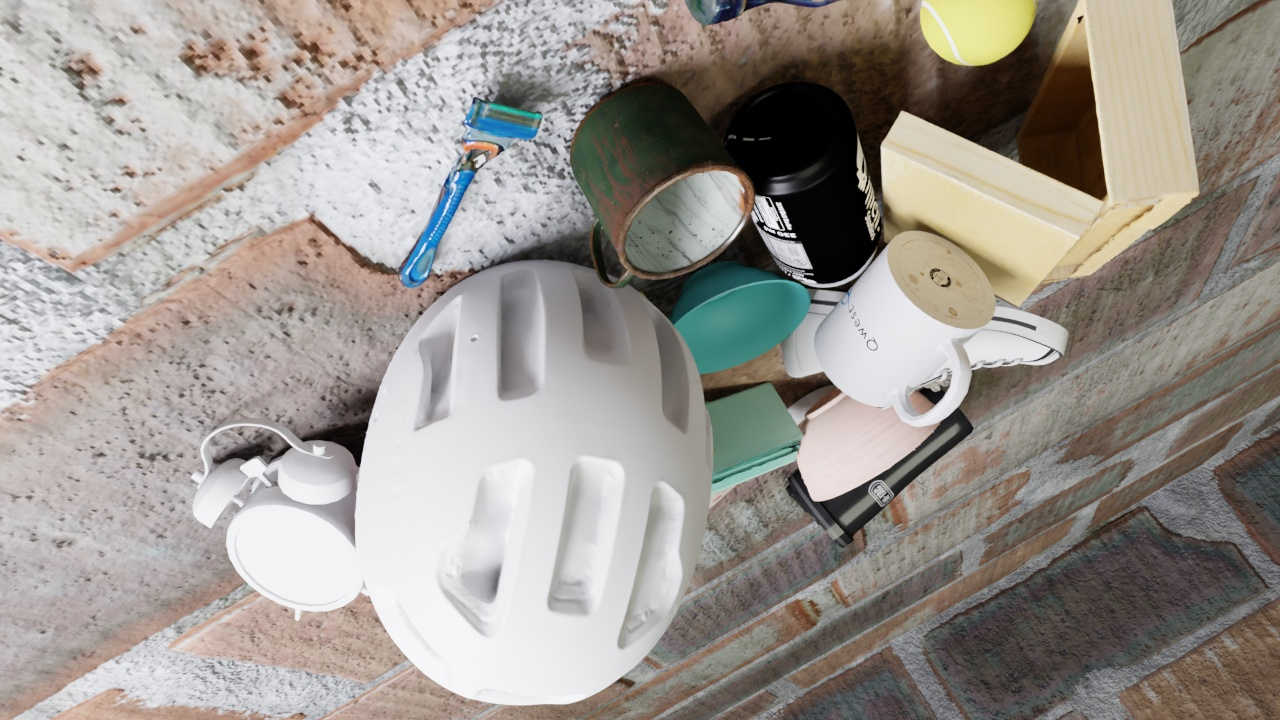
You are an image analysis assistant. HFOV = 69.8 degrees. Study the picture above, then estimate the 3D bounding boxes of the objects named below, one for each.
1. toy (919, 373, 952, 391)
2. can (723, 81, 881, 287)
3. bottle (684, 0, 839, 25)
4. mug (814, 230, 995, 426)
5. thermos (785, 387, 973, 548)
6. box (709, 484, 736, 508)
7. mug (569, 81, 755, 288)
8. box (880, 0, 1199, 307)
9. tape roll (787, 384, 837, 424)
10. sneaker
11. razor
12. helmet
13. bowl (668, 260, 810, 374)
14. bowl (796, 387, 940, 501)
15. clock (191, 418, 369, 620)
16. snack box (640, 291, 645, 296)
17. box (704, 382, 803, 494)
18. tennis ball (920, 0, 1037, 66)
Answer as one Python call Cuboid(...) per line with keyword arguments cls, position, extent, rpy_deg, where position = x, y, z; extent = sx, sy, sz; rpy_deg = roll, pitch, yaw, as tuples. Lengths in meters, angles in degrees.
Cuboid(cls="toy", position=(0.238, -0.029, 0.841), extent=(0.175, 0.076, 0.133), rpy_deg=(-8, 108, -19))
Cuboid(cls="can", position=(0.111, -0.111, 0.605), extent=(0.080, 0.080, 0.146), rpy_deg=(-33, 150, 7))
Cuboid(cls="bottle", position=(0.098, -0.212, 0.465), extent=(0.160, 0.056, 0.056), rpy_deg=(-22, 149, -13))
Cuboid(cls="mug", position=(0.186, -0.012, 0.633), extent=(0.083, 0.119, 0.097), rpy_deg=(2, 146, -23))
Cuboid(cls="thermos", position=(0.285, 0.123, 1.093), extent=(0.219, 0.105, 0.106), rpy_deg=(-40, 149, 8))
Cuboid(cls="box", position=(0.019, 0.159, 0.985), extent=(0.150, 0.043, 0.217), rpy_deg=(4, 136, -49))
Cuboid(cls="mug", position=(0.002, -0.096, 0.535), extent=(0.084, 0.081, 0.111), rpy_deg=(6, 135, -45))
Cuboid(cls="box", position=(0.262, -0.115, 0.618), extent=(0.185, 0.141, 0.248), rpy_deg=(-27, 168, 11))
Cuboid(cls="tape roll", position=(0.190, 0.062, 0.994), extent=(0.094, 0.019, 0.094), rpy_deg=(-21, 149, -14))
Cuboid(cls="sneaker", position=(0.230, -0.004, 0.760), extent=(0.245, 0.091, 0.097), rpy_deg=(5, 98, -12))
Cuboid(cls="razor", position=(-0.106, -0.091, 0.516), extent=(0.043, 0.018, 0.141), rpy_deg=(1, 142, -42))
Cuboid(cls="helmet", position=(-0.058, 0.076, 0.588), extent=(0.224, 0.282, 0.184), rpy_deg=(19, 167, -27))
Cuboid(cls="bowl", position=(0.064, -0.041, 0.698), extent=(0.121, 0.046, 0.121), rpy_deg=(-16, 153, -9))
Cuboid(cls="bowl", position=(0.211, 0.065, 0.903), extent=(0.153, 0.076, 0.153), rpy_deg=(-35, 178, -2))
Cuboid(cls="clock", position=(-0.233, 0.102, 0.625), extent=(0.120, 0.061, 0.159), rpy_deg=(-13, 118, 16))
Cuboid(cls="snack box", position=(-0.004, 0.004, 0.737), extent=(0.061, 0.025, 0.149), rpy_deg=(-29, 150, -2))
Cuboid(cls="box", position=(0.069, 0.070, 0.838), extent=(0.188, 0.077, 0.080), rpy_deg=(-13, 116, -39))
Cuboid(cls="tennis ball", position=(0.201, -0.210, 0.546), extent=(0.065, 0.065, 0.065), rpy_deg=(-21, 149, -14))
